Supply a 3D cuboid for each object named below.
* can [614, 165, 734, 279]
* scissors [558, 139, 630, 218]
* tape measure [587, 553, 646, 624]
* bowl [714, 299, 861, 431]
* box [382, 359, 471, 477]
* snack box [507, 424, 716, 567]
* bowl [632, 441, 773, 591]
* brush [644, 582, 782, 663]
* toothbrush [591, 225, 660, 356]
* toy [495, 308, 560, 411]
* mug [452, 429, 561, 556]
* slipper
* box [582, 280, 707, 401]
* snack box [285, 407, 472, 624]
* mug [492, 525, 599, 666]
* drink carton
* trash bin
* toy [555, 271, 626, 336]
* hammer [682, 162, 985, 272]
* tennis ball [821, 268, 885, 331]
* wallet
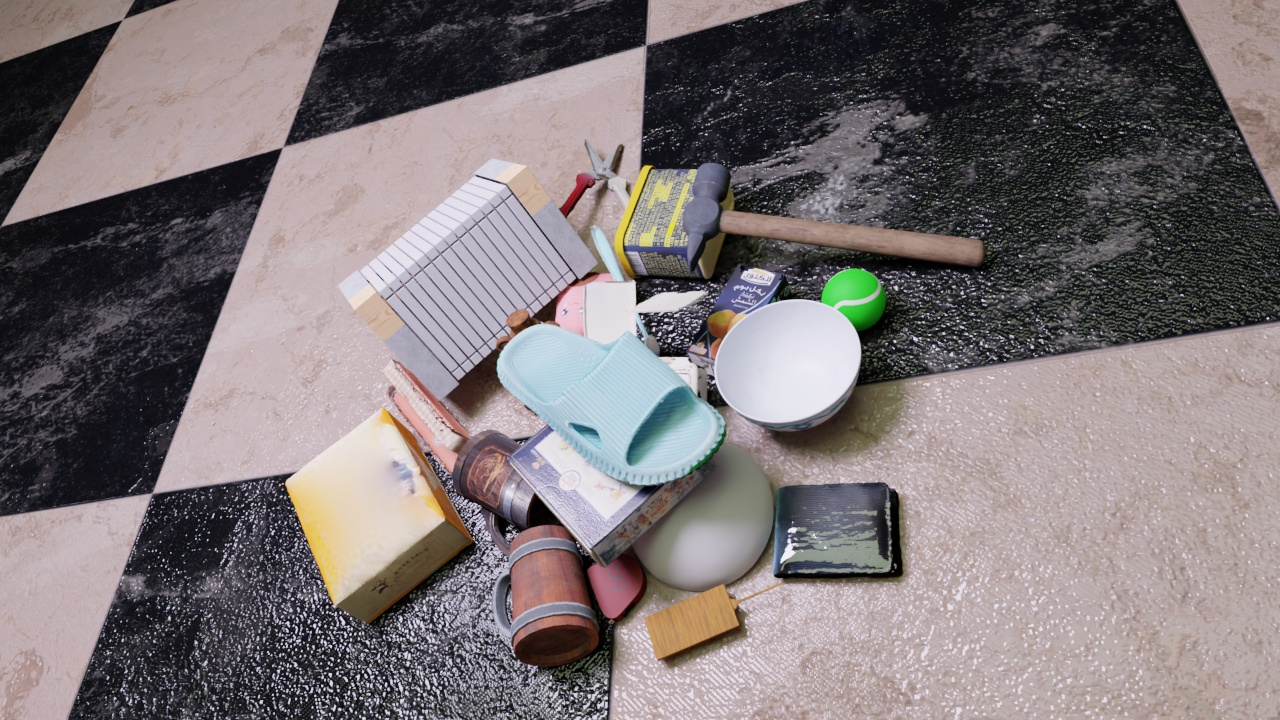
[{"bbox_3d":[0.044,-0.166,1.104,0.104,0.075,0.135,6,59,24],"label":"can"},{"bbox_3d":[-0.048,-0.222,1.203,0.179,0.015,0.198,35,53,19],"label":"scissors"},{"bbox_3d":[-0.019,0.219,0.891,0.051,0.019,0.059,-27,57,1],"label":"tape measure"},{"bbox_3d":[0.154,0.018,0.922,0.144,0.074,0.143,-12,53,16],"label":"bowl"},{"bbox_3d":[-0.257,0.065,1.086,0.187,0.056,0.067,39,109,40],"label":"box"},{"bbox_3d":[-0.029,0.097,0.877,0.145,0.043,0.144,-40,52,-12],"label":"snack box"},{"bbox_3d":[0.050,0.142,0.879,0.150,0.043,0.149,-9,67,20],"label":"bowl"},{"bbox_3d":[0.068,0.234,0.842,0.126,0.017,0.048,-25,50,6],"label":"brush"},{"bbox_3d":[-0.018,-0.083,1.065,0.016,0.017,0.180,-22,72,-10],"label":"toothbrush"},{"bbox_3d":[-0.115,-0.004,1.037,0.087,0.113,0.067,-17,40,12],"label":"toy"},{"bbox_3d":[-0.138,0.146,0.968,0.107,0.080,0.116,23,96,33],"label":"mug"},{"bbox_3d":[-0.044,0.026,0.865,0.276,0.069,0.115,30,70,37],"label":"slipper"},{"bbox_3d":[-0.006,0.005,0.967,0.144,0.080,0.180,0,81,23],"label":"box"},{"bbox_3d":[-0.295,0.162,1.013,0.145,0.081,0.195,-38,50,-5],"label":"snack box"},{"bbox_3d":[-0.100,0.233,0.888,0.118,0.081,0.111,-40,42,25],"label":"mug"},{"bbox_3d":[0.110,-0.043,1.008,0.064,0.040,0.129,18,65,32],"label":"drink carton"},{"bbox_3d":[-0.207,-0.103,1.095,0.246,0.142,0.142,-42,28,-9],"label":"trash bin"},{"bbox_3d":[-0.062,-0.060,1.087,0.090,0.051,0.109,2,53,20],"label":"toy"},{"bbox_3d":[0.204,-0.135,0.993,0.322,0.040,0.129,9,65,13],"label":"hammer"},{"bbox_3d":[0.222,-0.063,0.956,0.065,0.065,0.065,-12,53,16],"label":"tennis ball"},{"bbox_3d":[0.179,0.157,0.844,0.115,0.026,0.089,-7,56,20],"label":"wallet"}]
